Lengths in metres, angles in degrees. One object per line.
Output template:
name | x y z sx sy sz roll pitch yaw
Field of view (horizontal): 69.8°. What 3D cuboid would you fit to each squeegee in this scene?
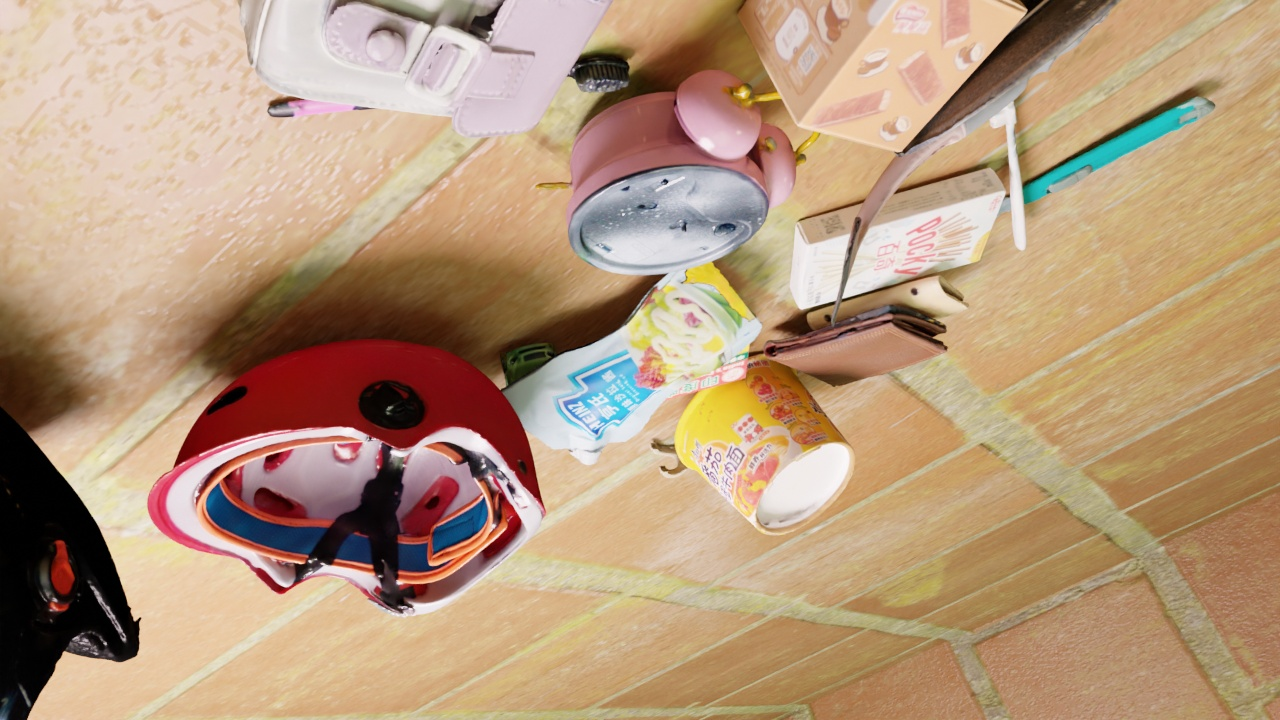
squeegee | 0.197 -0.139 0.581 0.249 0.040 0.247 -46 168 3

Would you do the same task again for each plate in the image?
plate | 0.208 -0.179 0.502 0.179 0.024 0.179 -40 -174 5

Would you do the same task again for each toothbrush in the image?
toothbrush | -0.095 -0.139 0.478 0.189 0.017 0.014 -11 150 -12
toothbrush | 0.278 -0.134 0.690 0.016 0.016 0.180 -19 146 16

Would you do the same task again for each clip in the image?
clip | 0.060 0.089 0.913 0.103 0.035 0.093 5 143 -42

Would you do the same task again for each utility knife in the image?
utility knife | 0.337 -0.146 0.717 0.217 0.013 0.029 -28 145 21

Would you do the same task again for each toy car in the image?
toy car | -0.084 0.020 0.720 0.043 0.036 0.091 -13 145 -9

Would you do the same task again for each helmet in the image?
helmet | -0.190 0.063 0.627 0.239 0.143 0.208 20 132 -29
helmet | -0.419 0.125 0.473 0.233 0.274 0.230 -22 124 -16

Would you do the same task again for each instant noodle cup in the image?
instant noodle cup | 0.116 0.080 0.821 0.137 0.110 0.138 -20 135 -22

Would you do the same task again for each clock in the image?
clock | 0.028 -0.109 0.530 0.159 0.059 0.117 -20 155 26

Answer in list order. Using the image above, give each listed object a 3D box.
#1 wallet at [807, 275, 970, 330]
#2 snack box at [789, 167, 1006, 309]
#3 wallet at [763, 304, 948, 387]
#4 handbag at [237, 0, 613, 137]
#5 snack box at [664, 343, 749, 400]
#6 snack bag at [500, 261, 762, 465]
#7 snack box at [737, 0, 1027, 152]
wallet | 0.212 -0.041 0.780 0.115 0.024 0.087 -18 157 32
snack box | 0.194 -0.092 0.707 0.157 0.026 0.085 -15 149 -3
wallet | 0.183 -0.013 0.776 0.125 0.032 0.101 -19 155 40
handbag | -0.059 -0.188 0.352 0.144 0.098 0.198 -1 145 -39
snack box | 0.013 0.005 0.758 0.155 0.027 0.077 -16 149 -7
snack bag | -0.004 0.004 0.696 0.191 0.038 0.110 -38 137 9
snack box | 0.118 -0.176 0.466 0.077 0.092 0.095 4 142 -33
